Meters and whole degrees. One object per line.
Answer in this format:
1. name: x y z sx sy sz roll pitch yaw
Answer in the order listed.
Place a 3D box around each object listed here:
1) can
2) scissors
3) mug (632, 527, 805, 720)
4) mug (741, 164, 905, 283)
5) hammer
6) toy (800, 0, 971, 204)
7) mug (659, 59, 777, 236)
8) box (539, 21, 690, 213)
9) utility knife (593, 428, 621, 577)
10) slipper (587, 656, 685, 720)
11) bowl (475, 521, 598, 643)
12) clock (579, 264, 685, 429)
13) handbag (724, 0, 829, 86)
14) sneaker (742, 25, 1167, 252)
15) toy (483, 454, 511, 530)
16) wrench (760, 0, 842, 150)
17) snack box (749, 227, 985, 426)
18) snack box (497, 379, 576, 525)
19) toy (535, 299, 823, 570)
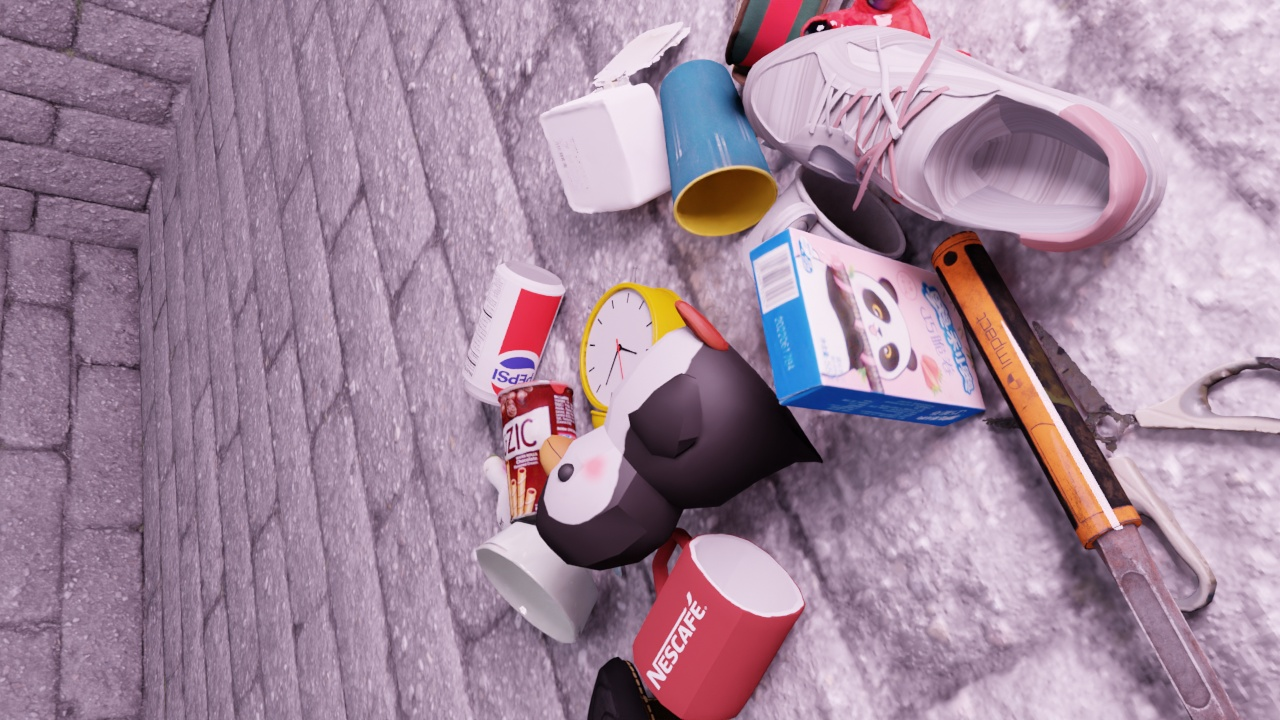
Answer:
1. can: -0.127 -0.026 0.907 0.070 0.070 0.132 42 117 47
2. scissors: 0.249 0.045 0.458 0.171 0.012 0.157 -20 67 50
3. mug: 0.044 0.175 0.643 0.116 0.080 0.097 47 120 43
4. mug: 0.106 -0.073 0.581 0.084 0.113 0.071 56 130 21
5. hammer: 0.227 0.057 0.444 0.138 0.035 0.314 -48 48 42
6. toy: 0.163 -0.168 0.582 0.088 0.094 0.133 -19 92 17
7. mug: 0.053 -0.166 0.699 0.078 0.078 0.121 -40 49 42
8. box: -0.008 -0.221 0.797 0.107 0.131 0.152 6 120 51
9. utility knife: -0.025 0.117 0.800 0.022 0.015 0.141 -22 70 47
10. slipper: 0.022 0.313 0.652 0.268 0.075 0.113 -129 50 -65
11. bowl: -0.082 0.185 0.803 0.117 0.061 0.118 31 148 22
12. clock: -0.005 0.004 0.761 0.114 0.052 0.151 -37 53 43
13. handbag: 0.104 -0.271 0.634 0.138 0.063 0.167 -75 5 -73
14. sneaker: 0.148 -0.121 0.483 0.236 0.089 0.099 24 111 26
15. toy: -0.117 0.138 0.894 0.079 0.038 0.122 -39 58 34
16. wrench: 0.144 -0.277 0.628 0.083 0.018 0.274 -109 41 -61
17. snack box: 0.128 -0.014 0.507 0.033 0.154 0.088 -27 64 44
18. snack box: -0.091 0.086 0.841 0.072 0.072 0.121 -28 63 47
19. toy: 0.015 0.074 0.624 0.184 0.159 0.140 -44 82 4
